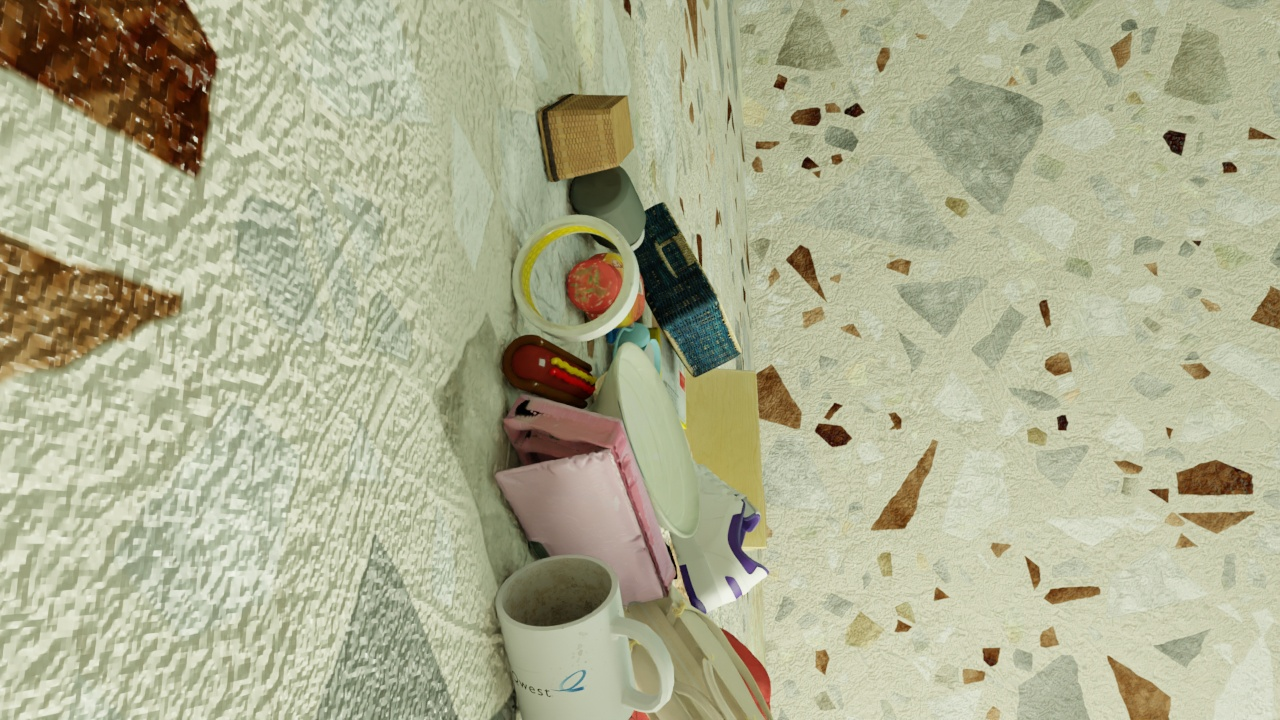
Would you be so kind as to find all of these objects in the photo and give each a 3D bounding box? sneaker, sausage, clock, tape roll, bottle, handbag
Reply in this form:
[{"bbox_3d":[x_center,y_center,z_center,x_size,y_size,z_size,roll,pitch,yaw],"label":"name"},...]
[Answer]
[{"bbox_3d":[0.080,0.171,1.096,0.092,0.111,0.244,74,-2,-62],"label":"sneaker"},{"bbox_3d":[-0.066,0.011,0.716,0.155,0.040,0.040,36,52,-75],"label":"sausage"},{"bbox_3d":[-0.006,0.005,0.972,0.123,0.042,0.087,53,47,-64],"label":"clock"},{"bbox_3d":[-0.048,-0.061,0.684,0.019,0.094,0.094,40,48,-74],"label":"tape roll"},{"bbox_3d":[-0.028,-0.145,0.896,0.108,0.060,0.060,55,34,-69],"label":"bottle"},{"bbox_3d":[-0.032,-0.068,0.883,0.134,0.048,0.071,1,85,-79],"label":"bottle"},{"bbox_3d":[0.052,0.288,0.797,0.194,0.101,0.198,55,-10,4],"label":"handbag"}]

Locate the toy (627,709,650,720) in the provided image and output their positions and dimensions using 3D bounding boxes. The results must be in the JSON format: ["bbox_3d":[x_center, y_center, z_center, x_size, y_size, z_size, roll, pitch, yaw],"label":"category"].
[{"bbox_3d":[0.006,0.326,0.949,0.132,0.062,0.092,-107,-159,-57],"label":"toy"}]

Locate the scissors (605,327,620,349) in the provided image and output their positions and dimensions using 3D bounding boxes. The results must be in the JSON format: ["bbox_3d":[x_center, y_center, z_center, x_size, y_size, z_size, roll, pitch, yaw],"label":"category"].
[{"bbox_3d":[-0.018,-0.035,1.031,0.130,0.018,0.109,-69,156,-62],"label":"scissors"}]

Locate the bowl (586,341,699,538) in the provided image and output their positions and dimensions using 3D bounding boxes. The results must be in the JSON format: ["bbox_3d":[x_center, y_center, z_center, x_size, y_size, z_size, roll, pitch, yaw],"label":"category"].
[{"bbox_3d":[-0.007,0.076,0.800,0.176,0.058,0.176,-20,90,-75],"label":"bowl"}]

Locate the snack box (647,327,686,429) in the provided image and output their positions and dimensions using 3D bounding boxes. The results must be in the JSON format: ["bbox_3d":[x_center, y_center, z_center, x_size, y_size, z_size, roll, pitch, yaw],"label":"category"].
[{"bbox_3d":[0.023,0.027,1.144,0.200,0.042,0.092,48,40,-73],"label":"snack box"}]

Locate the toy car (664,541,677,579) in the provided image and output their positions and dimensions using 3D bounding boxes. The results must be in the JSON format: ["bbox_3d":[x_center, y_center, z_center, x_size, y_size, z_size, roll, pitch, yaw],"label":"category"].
[{"bbox_3d":[0.017,0.228,1.059,0.092,0.042,0.036,74,10,-49],"label":"toy car"}]

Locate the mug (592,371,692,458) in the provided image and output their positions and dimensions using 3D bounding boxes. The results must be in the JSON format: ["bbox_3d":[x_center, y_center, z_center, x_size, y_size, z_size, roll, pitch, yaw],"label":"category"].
[{"bbox_3d":[-0.011,0.069,0.899,0.111,0.085,0.104,-40,123,-39],"label":"mug"}]

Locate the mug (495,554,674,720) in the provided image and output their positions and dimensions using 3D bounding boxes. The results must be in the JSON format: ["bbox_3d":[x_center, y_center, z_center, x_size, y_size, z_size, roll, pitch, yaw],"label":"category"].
[{"bbox_3d":[-0.033,0.199,0.623,0.082,0.120,0.096,-43,130,-54],"label":"mug"}]

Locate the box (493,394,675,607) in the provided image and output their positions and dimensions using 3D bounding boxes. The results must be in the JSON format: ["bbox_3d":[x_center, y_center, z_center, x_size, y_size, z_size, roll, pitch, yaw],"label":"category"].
[{"bbox_3d":[-0.040,0.129,0.703,0.080,0.099,0.233,-60,153,-31],"label":"box"}]

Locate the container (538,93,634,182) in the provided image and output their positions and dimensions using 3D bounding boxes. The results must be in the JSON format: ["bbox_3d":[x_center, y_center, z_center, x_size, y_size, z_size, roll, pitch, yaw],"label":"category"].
[{"bbox_3d":[-0.045,-0.204,0.822,0.113,0.061,0.063,-68,153,-64],"label":"container"}]

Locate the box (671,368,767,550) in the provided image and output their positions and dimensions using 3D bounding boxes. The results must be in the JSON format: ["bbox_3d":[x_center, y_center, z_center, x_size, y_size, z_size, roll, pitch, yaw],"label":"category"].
[{"bbox_3d":[0.105,0.143,1.297,0.179,0.142,0.248,82,7,-76],"label":"box"}]

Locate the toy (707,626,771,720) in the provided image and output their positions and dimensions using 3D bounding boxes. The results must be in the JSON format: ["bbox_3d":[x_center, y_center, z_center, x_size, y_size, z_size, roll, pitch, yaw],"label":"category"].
[{"bbox_3d":[0.071,0.353,1.002,0.217,0.098,0.147,152,-68,-70],"label":"toy"}]

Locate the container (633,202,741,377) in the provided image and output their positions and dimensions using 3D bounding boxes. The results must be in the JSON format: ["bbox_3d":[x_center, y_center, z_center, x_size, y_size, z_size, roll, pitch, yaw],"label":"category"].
[{"bbox_3d":[0.045,-0.077,1.076,0.145,0.071,0.187,63,4,23],"label":"container"}]
